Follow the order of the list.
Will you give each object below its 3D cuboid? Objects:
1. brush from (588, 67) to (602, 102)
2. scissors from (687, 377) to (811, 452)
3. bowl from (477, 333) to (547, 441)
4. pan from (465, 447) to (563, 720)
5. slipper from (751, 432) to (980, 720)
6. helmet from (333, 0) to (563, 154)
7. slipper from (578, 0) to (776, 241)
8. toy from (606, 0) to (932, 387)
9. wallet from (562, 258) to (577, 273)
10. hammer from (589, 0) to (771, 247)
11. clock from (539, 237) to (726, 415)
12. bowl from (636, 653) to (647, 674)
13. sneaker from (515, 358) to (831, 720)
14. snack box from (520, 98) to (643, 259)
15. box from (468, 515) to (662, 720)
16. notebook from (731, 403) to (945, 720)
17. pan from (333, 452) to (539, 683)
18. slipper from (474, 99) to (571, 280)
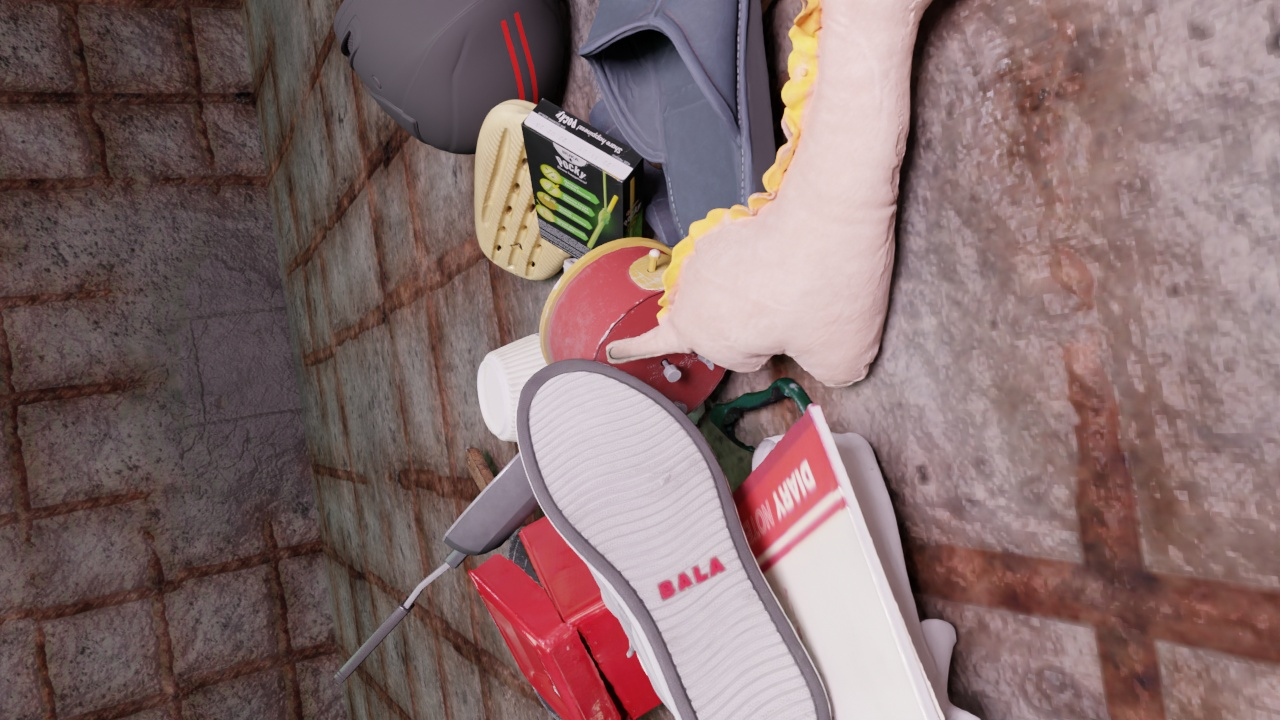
[{"bbox_3d":[-0.011,-0.260,0.697,0.039,0.012,0.152,67,148,25],"label":"brush"},{"bbox_3d":[0.061,0.038,0.646,0.142,0.015,0.210,64,147,26],"label":"scissors"},{"bbox_3d":[-0.123,0.033,0.928,0.115,0.062,0.115,26,120,57],"label":"bowl"},{"bbox_3d":[-0.122,0.221,1.007,0.356,0.040,0.208,58,144,39],"label":"pan"},{"bbox_3d":[0.129,0.150,0.485,0.112,0.074,0.246,79,175,-63],"label":"slipper"},{"bbox_3d":[-0.156,-0.268,0.802,0.170,0.164,0.265,55,160,-11],"label":"helmet"},{"bbox_3d":[0.009,-0.187,0.537,0.109,0.083,0.265,-10,89,58],"label":"slipper"},{"bbox_3d":[0.071,-0.103,0.465,0.065,0.196,0.265,-75,-16,-59],"label":"toy"},{"bbox_3d":[-0.035,-0.020,0.781,0.118,0.037,0.115,32,125,59],"label":"wallet"},{"bbox_3d":[0.057,-0.206,0.568,0.129,0.040,0.323,65,147,20],"label":"hammer"},{"bbox_3d":[-0.004,0.004,0.608,0.081,0.117,0.159,46,113,45],"label":"clock"},{"bbox_3d":[0.042,0.191,0.661,0.153,0.072,0.153,25,119,56],"label":"bowl"},{"bbox_3d":[0.010,0.119,0.534,0.263,0.096,0.129,59,165,18],"label":"sneaker"},{"bbox_3d":[-0.039,-0.115,0.660,0.080,0.025,0.148,32,161,11],"label":"snack box"},{"bbox_3d":[-0.048,0.220,0.760,0.134,0.112,0.158,36,151,47],"label":"box"},{"bbox_3d":[0.082,0.133,0.500,0.209,0.012,0.153,114,142,-61],"label":"notebook"},{"bbox_3d":[-0.157,0.171,0.830,0.041,0.358,0.178,43,-170,1],"label":"pan"},{"bbox_3d":[-0.081,-0.149,0.786,0.079,0.111,0.262,-63,5,-23],"label":"slipper"}]
